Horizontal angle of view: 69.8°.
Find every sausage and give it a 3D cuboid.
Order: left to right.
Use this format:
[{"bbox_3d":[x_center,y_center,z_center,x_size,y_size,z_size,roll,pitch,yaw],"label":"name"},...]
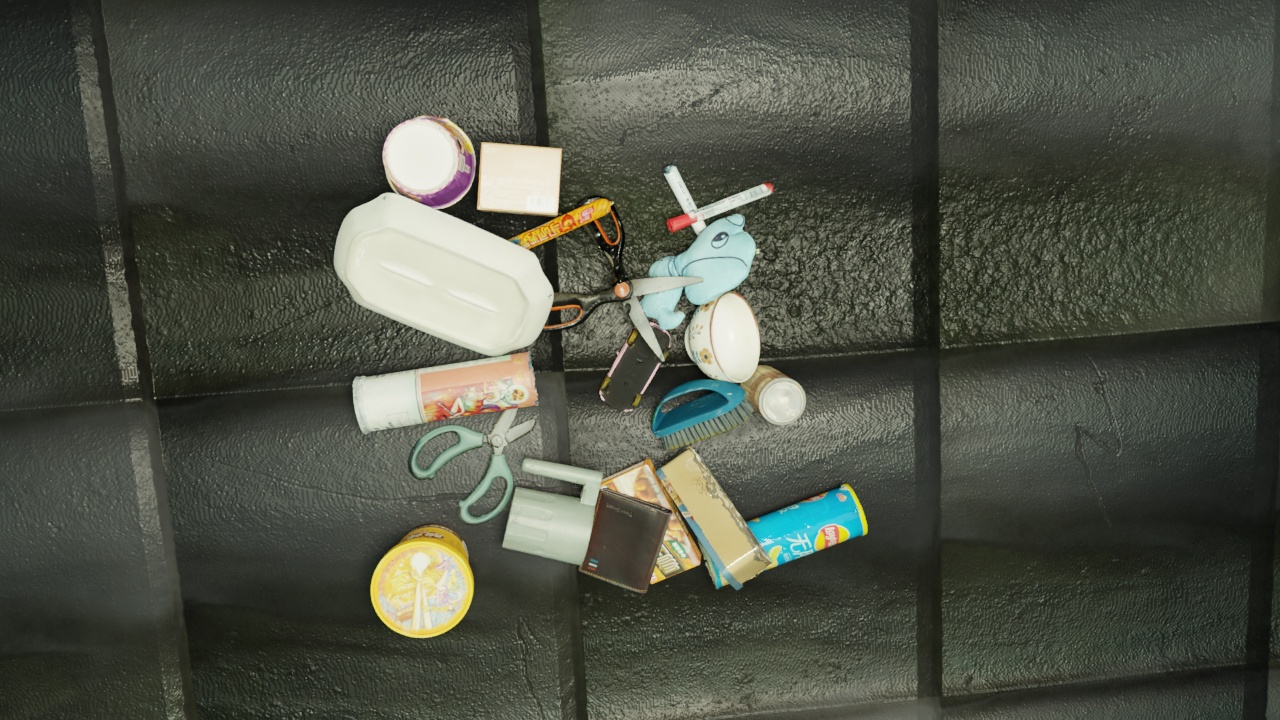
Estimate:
[{"bbox_3d":[-0.107,-0.160,1.119,0.165,0.021,0.021,-23,100,11],"label":"sausage"}]

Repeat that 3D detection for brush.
[{"bbox_3d":[0.068,0.061,1.141,0.144,0.055,0.073,-25,108,38],"label":"brush"}]

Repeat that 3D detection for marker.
[{"bbox_3d":[0.066,-0.187,1.153,0.022,0.018,0.131,-31,101,-11],"label":"marker"},{"bbox_3d":[0.100,-0.192,1.144,0.145,0.017,0.017,-23,100,-14],"label":"marker"}]

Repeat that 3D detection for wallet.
[{"bbox_3d":[-0.021,0.231,1.177,0.096,0.020,0.122,17,107,6],"label":"wallet"}]

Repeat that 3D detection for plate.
[{"bbox_3d":[-0.237,-0.091,1.092,0.265,0.034,0.162,23,119,-9],"label":"plate"}]

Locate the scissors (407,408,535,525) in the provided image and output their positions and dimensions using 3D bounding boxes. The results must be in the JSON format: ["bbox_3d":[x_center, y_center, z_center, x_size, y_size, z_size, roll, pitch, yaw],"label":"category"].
[{"bbox_3d":[-0.218,0.116,1.164,0.172,0.019,0.177,25,96,-8],"label":"scissors"}]

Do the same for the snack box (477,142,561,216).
[{"bbox_3d":[-0.142,-0.213,1.086,0.092,0.094,0.077,3,97,-7],"label":"snack box"}]

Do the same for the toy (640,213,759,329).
[{"bbox_3d":[0.074,-0.109,1.117,0.050,0.156,0.161,41,61,-48],"label":"toy"}]

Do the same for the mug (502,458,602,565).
[{"bbox_3d":[-0.111,0.188,1.153,0.103,0.083,0.124,12,99,-6],"label":"mug"}]

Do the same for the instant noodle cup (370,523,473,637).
[{"bbox_3d":[-0.262,0.262,1.131,0.118,0.114,0.118,-1,98,-6],"label":"instant noodle cup"}]

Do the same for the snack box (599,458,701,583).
[{"bbox_3d":[0.012,0.209,1.190,0.075,0.026,0.154,-26,100,13],"label":"snack box"}]

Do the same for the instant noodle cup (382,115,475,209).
[{"bbox_3d":[-0.251,-0.234,1.070,0.111,0.099,0.111,-1,98,-5],"label":"instant noodle cup"}]

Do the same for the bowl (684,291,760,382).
[{"bbox_3d":[0.096,-0.026,1.147,0.062,0.113,0.113,-7,102,39],"label":"bowl"}]

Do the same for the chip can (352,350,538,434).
[{"bbox_3d":[-0.235,0.038,1.124,0.214,0.071,0.071,-9,99,-6],"label":"chip can"}]

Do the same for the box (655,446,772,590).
[{"bbox_3d":[0.094,0.198,1.134,0.062,0.090,0.184,-34,58,2],"label":"box"}]

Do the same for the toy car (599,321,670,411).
[{"bbox_3d":[-0.007,0.007,1.164,0.056,0.037,0.122,29,107,-7],"label":"toy car"}]

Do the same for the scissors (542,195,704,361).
[{"bbox_3d":[-0.040,-0.092,1.114,0.221,0.021,0.233,-25,78,15],"label":"scissors"}]

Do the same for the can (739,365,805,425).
[{"bbox_3d":[0.163,0.041,1.146,0.058,0.116,0.058,-1,99,-6],"label":"can"}]

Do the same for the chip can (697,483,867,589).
[{"bbox_3d":[0.184,0.229,1.198,0.210,0.071,0.071,-19,100,-3],"label":"chip can"}]
